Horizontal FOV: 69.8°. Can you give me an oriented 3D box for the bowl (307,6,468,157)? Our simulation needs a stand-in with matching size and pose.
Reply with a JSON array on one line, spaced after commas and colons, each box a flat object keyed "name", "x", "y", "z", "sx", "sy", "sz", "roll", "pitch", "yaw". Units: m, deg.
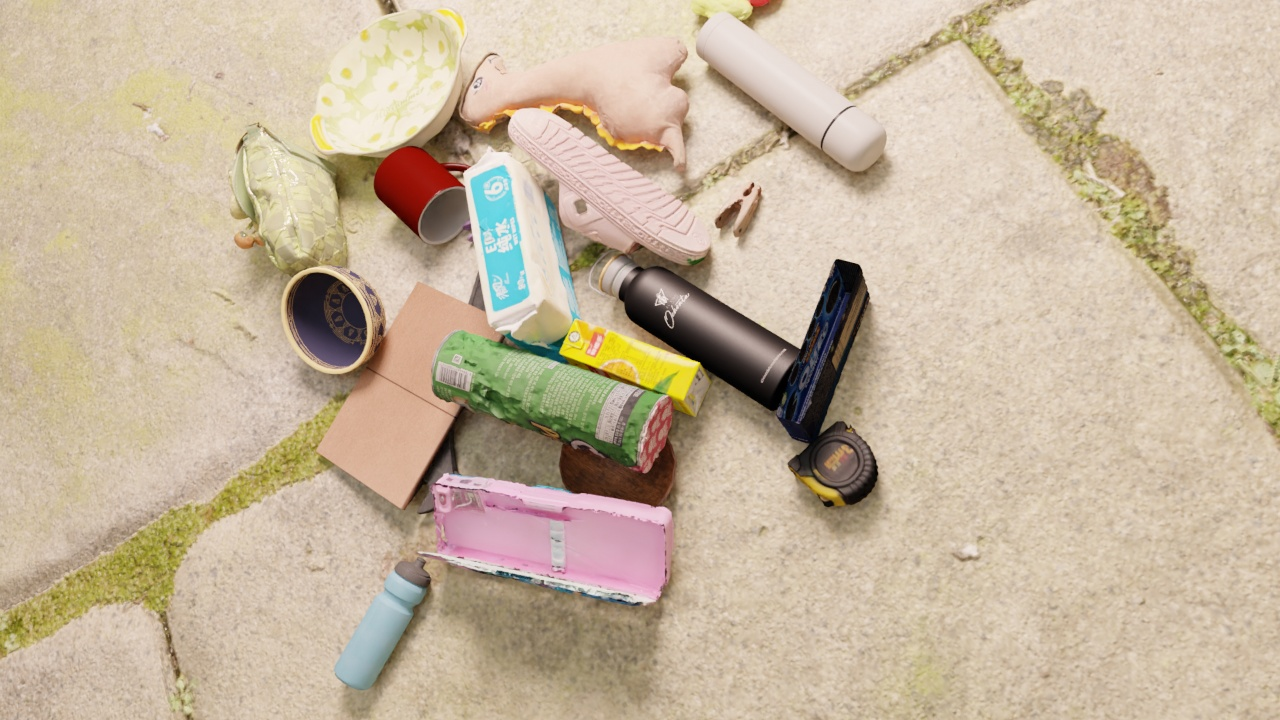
[{"name": "bowl", "x": -0.272, "y": -0.301, "z": 1.038, "sx": 0.219, "sy": 0.060, "sz": 0.188, "roll": -38, "pitch": 60, "yaw": 5}]

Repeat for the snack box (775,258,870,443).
[{"name": "snack box", "x": 0.162, "y": -0.006, "z": 0.806, "sx": 0.027, "sy": 0.082, "sz": 0.150, "roll": 19, "pitch": 78, "yaw": 23}]

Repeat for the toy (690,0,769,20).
[{"name": "toy", "x": 0.110, "y": -0.413, "z": 0.970, "sx": 0.091, "sy": 0.045, "sz": 0.135, "roll": 43, "pitch": 95, "yaw": 22}]

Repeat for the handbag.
[{"name": "handbag", "x": -0.396, "y": -0.161, "z": 1.012, "sx": 0.117, "sy": 0.113, "sz": 0.186, "roll": -24, "pitch": 68, "yaw": 16}]

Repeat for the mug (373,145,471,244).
[{"name": "mug", "x": -0.221, "y": -0.186, "z": 0.992, "sx": 0.105, "sy": 0.073, "sz": 0.082, "roll": -35, "pitch": 63, "yaw": -28}]

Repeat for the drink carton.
[{"name": "drink carton", "x": -0.005, "y": 0.005, "z": 0.866, "sx": 0.135, "sy": 0.058, "sz": 0.043, "roll": 20, "pitch": 77, "yaw": 22}]

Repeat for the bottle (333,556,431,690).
[{"name": "bottle", "x": -0.241, "y": 0.246, "z": 0.872, "sx": 0.040, "sy": 0.040, "sz": 0.130, "roll": 27, "pitch": 82, "yaw": 22}]

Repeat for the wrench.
[{"name": "wrench", "x": -0.188, "y": 0.023, "z": 0.940, "sx": 0.073, "sy": 0.018, "sz": 0.272, "roll": 9, "pitch": 75, "yaw": 20}]

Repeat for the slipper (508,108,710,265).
[{"name": "slipper", "x": -0.041, "y": -0.160, "z": 0.909, "sx": 0.239, "sy": 0.094, "sz": 0.065, "roll": 40, "pitch": 124, "yaw": 12}]

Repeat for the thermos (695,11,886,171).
[{"name": "thermos", "x": 0.148, "y": -0.266, "z": 0.908, "sx": 0.052, "sy": 0.052, "sz": 0.224, "roll": -45, "pitch": 66, "yaw": -1}]

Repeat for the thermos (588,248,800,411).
[{"name": "thermos", "x": 0.045, "y": -0.039, "z": 0.863, "sx": 0.231, "sy": 0.061, "sz": 0.061, "roll": 34, "pitch": 85, "yaw": 23}]

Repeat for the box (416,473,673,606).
[{"name": "box", "x": -0.093, "y": 0.169, "z": 0.810, "sx": 0.231, "sy": 0.096, "sz": 0.085, "roll": 7, "pitch": 111, "yaw": 18}]

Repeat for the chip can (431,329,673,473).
[{"name": "chip can", "x": -0.085, "y": 0.034, "z": 0.840, "sx": 0.223, "sy": 0.075, "sz": 0.075, "roll": 17, "pitch": 79, "yaw": 20}]

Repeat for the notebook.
[{"name": "notebook", "x": -0.234, "y": 0.030, "z": 0.941, "sx": 0.141, "sy": 0.008, "sz": 0.209, "roll": 24, "pitch": 81, "yaw": 32}]

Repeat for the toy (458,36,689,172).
[{"name": "toy", "x": -0.075, "y": -0.265, "z": 0.972, "sx": 0.265, "sy": 0.065, "sz": 0.195, "roll": -8, "pitch": 70, "yaw": 17}]

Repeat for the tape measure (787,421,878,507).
[{"name": "tape measure", "x": 0.174, "y": 0.093, "z": 0.797, "sx": 0.067, "sy": 0.038, "sz": 0.062, "roll": -43, "pitch": 58, "yaw": -3}]

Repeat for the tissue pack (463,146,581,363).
[{"name": "tissue pack", "x": -0.115, "y": -0.105, "z": 0.903, "sx": 0.066, "sy": 0.117, "sz": 0.209, "roll": -18, "pitch": 68, "yaw": 14}]

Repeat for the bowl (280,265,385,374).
[{"name": "bowl", "x": -0.313, "y": -0.048, "z": 0.969, "sx": 0.112, "sy": 0.061, "sz": 0.112, "roll": 7, "pitch": 108, "yaw": 20}]

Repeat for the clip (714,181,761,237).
[{"name": "clip", "x": 0.104, "y": -0.146, "z": 0.900, "sx": 0.043, "sy": 0.025, "sz": 0.061, "roll": 39, "pitch": 83, "yaw": 24}]

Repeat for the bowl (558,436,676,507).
[{"name": "bowl", "x": -0.019, "y": 0.099, "z": 0.858, "sx": 0.114, "sy": 0.026, "sz": 0.102, "roll": 34, "pitch": 85, "yaw": 22}]

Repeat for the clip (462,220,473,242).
[{"name": "clip", "x": -0.166, "y": -0.145, "z": 0.988, "sx": 0.053, "sy": 0.013, "sz": 0.036, "roll": -39, "pitch": 68, "yaw": -1}]
